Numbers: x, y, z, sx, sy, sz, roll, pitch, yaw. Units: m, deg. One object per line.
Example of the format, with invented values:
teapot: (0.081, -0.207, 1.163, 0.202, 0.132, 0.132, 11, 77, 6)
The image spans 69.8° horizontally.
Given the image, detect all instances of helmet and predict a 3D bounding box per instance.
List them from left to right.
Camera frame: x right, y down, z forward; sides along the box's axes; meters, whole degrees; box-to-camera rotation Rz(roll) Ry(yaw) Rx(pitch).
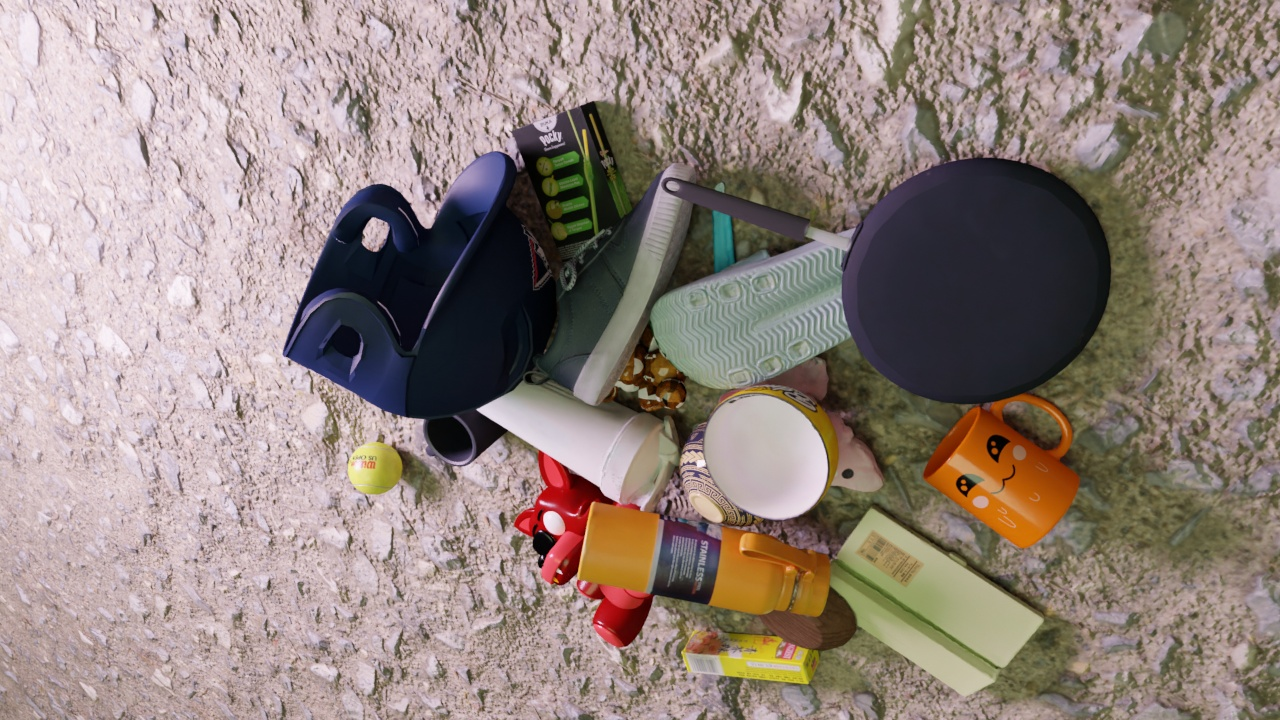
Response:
helmet: (-0.181, -0.069, 0.861, 0.223, 0.232, 0.273, 23, 119, -22)

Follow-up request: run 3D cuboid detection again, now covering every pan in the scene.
pan: (0.184, -0.082, 0.719, 0.356, 0.021, 0.199, 19, 114, 4)

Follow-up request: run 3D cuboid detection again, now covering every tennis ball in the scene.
tennis ball: (-0.330, 0.135, 1.142, 0.065, 0.065, 0.065, 13, 120, 23)

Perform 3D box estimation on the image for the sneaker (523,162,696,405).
sneaker: (-0.027, -0.073, 0.814, 0.087, 0.089, 0.235, 27, 95, 8)

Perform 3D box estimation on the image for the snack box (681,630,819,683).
snack box: (0.120, 0.326, 1.013, 0.148, 0.040, 0.029, -6, 113, 31)

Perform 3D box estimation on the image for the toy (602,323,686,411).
toy: (-0.005, 0.005, 0.898, 0.113, 0.067, 0.087, 4, 93, 14)

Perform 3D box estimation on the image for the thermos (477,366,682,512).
thermos: (-0.063, 0.067, 0.948, 0.220, 0.099, 0.099, 27, 125, 18)

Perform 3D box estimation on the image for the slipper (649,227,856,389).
slipper: (0.128, -0.051, 0.793, 0.246, 0.074, 0.104, -21, 105, 19)

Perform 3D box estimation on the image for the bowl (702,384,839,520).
bowl: (0.120, 0.073, 0.799, 0.117, 0.067, 0.117, 11, 112, 30)

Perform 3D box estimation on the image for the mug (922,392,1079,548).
mug: (0.311, 0.083, 0.767, 0.096, 0.077, 0.112, 36, 96, 7)

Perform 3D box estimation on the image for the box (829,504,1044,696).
box: (0.268, 0.239, 0.886, 0.188, 0.047, 0.141, 34, 124, 10)

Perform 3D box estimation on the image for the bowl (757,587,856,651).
bowl: (0.161, 0.262, 0.943, 0.118, 0.030, 0.118, 23, 141, 20)

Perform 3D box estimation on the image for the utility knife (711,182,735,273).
utility knife: (0.077, -0.099, 0.828, 0.022, 0.015, 0.124, 2, 114, 13)

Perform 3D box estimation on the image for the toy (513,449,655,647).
toy: (-0.056, 0.200, 1.001, 0.197, 0.120, 0.159, 36, 135, 16)

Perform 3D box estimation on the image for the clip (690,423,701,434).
clip: (0.098, 0.068, 0.904, 0.102, 0.040, 0.054, 16, 141, 20)

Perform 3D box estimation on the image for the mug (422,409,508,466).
mug: (-0.202, 0.076, 1.033, 0.105, 0.077, 0.071, -33, 96, 37)

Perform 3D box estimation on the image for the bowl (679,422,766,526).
bowl: (0.080, 0.121, 0.885, 0.112, 0.061, 0.113, 32, 152, 20)

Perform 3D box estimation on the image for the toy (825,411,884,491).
toy: (0.170, 0.083, 0.846, 0.099, 0.052, 0.096, 1, 130, 25)

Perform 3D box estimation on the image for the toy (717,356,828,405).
toy: (0.118, 0.021, 0.850, 0.110, 0.047, 0.063, -5, 104, 34)

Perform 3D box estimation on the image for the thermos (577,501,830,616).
thermos: (0.061, 0.192, 0.866, 0.232, 0.091, 0.076, 11, 80, 0)

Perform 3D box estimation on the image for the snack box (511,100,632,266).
snack box: (-0.056, -0.158, 0.862, 0.080, 0.025, 0.147, -9, 110, 32)
